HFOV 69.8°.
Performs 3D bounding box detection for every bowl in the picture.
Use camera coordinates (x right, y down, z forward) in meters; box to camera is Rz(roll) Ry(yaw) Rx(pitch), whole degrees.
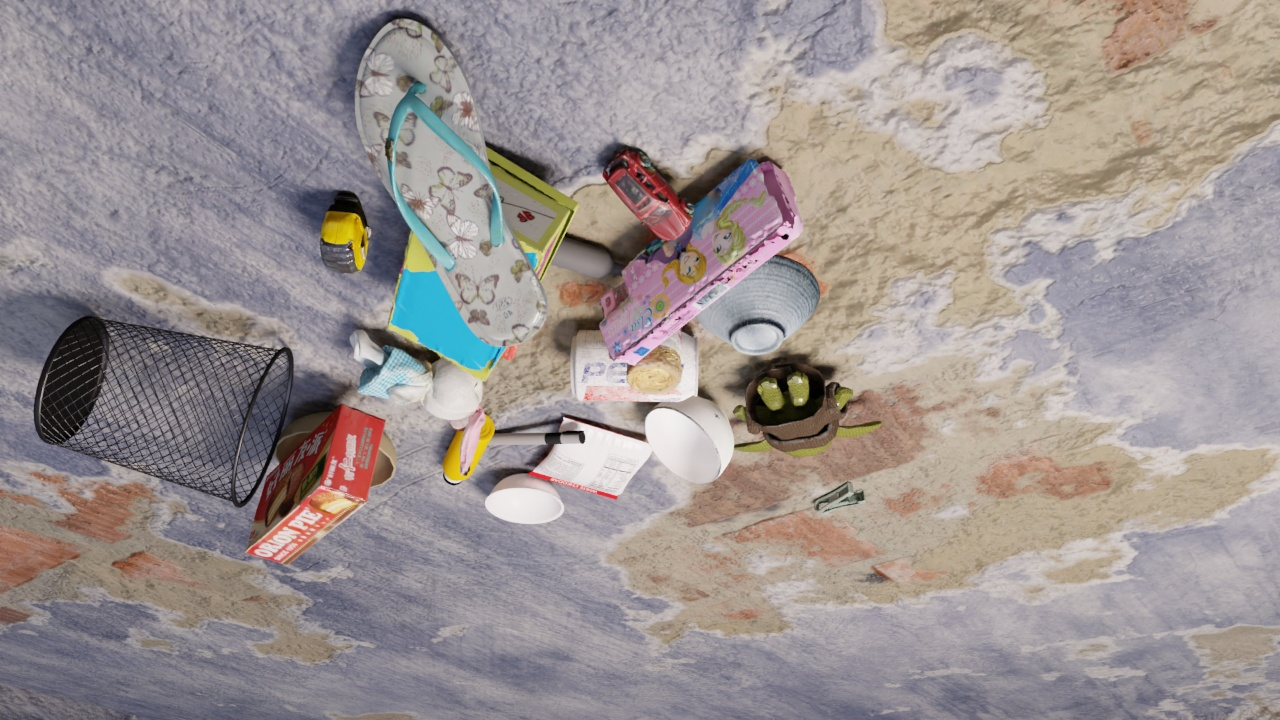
[{"bbox_3d":[0.119,-0.043,0.950,0.137,0.057,0.137,1,145,1],"label":"bowl"},{"bbox_3d":[0.066,0.087,1.110,0.113,0.063,0.114,28,139,27],"label":"bowl"},{"bbox_3d":[-0.390,0.109,1.189,0.152,0.050,0.153,1,144,1],"label":"bowl"},{"bbox_3d":[-0.162,0.188,1.297,0.110,0.040,0.110,1,144,1],"label":"bowl"}]

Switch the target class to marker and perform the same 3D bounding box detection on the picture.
[{"bbox_3d":[-0.136,0.100,1.175,0.141,0.016,0.016,-3,145,25],"label":"marker"}]

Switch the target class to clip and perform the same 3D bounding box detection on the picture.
[{"bbox_3d":[0.281,0.200,1.313,0.076,0.023,0.059,-29,133,33],"label":"clip"}]

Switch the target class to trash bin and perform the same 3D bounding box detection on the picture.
[{"bbox_3d":[-0.520,0.048,1.012,0.210,0.183,0.185,15,143,-9],"label":"trash bin"}]

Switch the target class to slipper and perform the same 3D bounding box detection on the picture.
[{"bbox_3d":[-0.157,-0.130,0.725,0.098,0.054,0.269,-17,106,13],"label":"slipper"}]

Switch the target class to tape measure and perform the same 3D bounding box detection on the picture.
[{"bbox_3d":[-0.276,-0.113,0.864,0.037,0.064,0.066,6,145,-4],"label":"tape measure"}]

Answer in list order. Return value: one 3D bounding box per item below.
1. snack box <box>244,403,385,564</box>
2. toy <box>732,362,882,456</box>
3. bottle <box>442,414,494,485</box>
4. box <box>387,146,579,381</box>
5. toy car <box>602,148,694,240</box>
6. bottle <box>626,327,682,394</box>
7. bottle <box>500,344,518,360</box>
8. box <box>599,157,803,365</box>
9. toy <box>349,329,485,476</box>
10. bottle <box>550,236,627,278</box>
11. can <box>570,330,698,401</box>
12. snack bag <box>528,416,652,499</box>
[{"bbox_3d":[-0.395,0.154,1.110,0.060,0.113,0.237,27,137,-30],"label":"snack box"},{"bbox_3d":[0.182,0.061,1.074,0.180,0.078,0.153,-11,150,17],"label":"toy"},{"bbox_3d":[-0.230,0.121,1.204,0.043,0.043,0.144,14,142,-17],"label":"bottle"},{"bbox_3d":[-0.155,-0.086,0.862,0.124,0.080,0.222,29,142,-2],"label":"box"},{"bbox_3d":[0.007,-0.145,0.813,0.091,0.036,0.042,43,128,-14],"label":"toy car"},{"bbox_3d":[0.014,-0.023,0.942,0.056,0.105,0.056,1,144,1],"label":"bottle"},{"bbox_3d":[-0.186,-0.031,0.993,0.109,0.044,0.044,13,143,-14],"label":"bottle"},{"bbox_3d":[0.043,-0.087,0.844,0.053,0.084,0.231,25,131,-37],"label":"box"},{"bbox_3d":[-0.243,0.020,1.048,0.106,0.131,0.205,-43,123,5],"label":"toy"},{"bbox_3d":[-0.054,-0.100,0.902,0.113,0.030,0.030,15,142,-18],"label":"bottle"},{"bbox_3d":[-0.006,0.006,1.006,0.136,0.078,0.078,1,144,2],"label":"can"},{"bbox_3d":[-0.065,0.136,1.219,0.130,0.039,0.144,18,137,-15],"label":"snack bag"}]
